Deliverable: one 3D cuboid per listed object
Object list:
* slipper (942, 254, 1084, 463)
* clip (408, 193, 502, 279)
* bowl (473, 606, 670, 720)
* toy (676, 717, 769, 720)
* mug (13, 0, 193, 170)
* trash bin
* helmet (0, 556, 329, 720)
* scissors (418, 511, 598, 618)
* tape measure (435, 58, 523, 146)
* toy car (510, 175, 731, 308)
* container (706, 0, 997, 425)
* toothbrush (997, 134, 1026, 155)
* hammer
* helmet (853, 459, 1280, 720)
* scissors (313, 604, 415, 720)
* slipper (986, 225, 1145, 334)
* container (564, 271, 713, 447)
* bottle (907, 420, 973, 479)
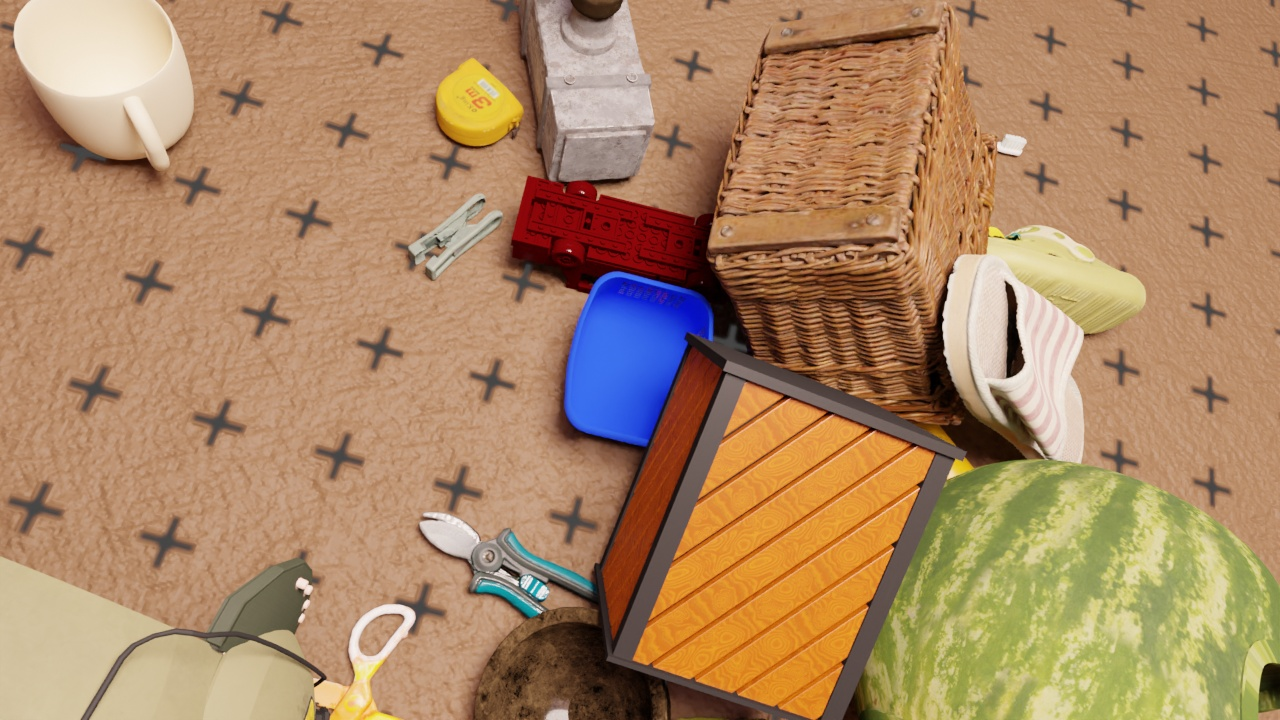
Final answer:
[{"bbox_3d":[0.275,0.016,0.634,0.263,0.052,0.114,35,62,-45],"label":"slipper"},{"bbox_3d":[-0.139,-0.095,0.693,0.044,0.023,0.076,45,69,6],"label":"clip"},{"bbox_3d":[-0.035,0.218,0.567,0.121,0.056,0.121,-6,68,15],"label":"bowl"},{"bbox_3d":[0.054,0.267,0.576,0.110,0.051,0.090,-6,73,-17],"label":"toy"},{"bbox_3d":[-0.359,-0.184,0.639,0.096,0.100,0.120,-29,79,-22],"label":"mug"},{"bbox_3d":[0.071,0.094,0.556,0.139,0.139,0.172,21,96,-8],"label":"trash bin"},{"bbox_3d":[-0.286,0.176,0.419,0.250,0.256,0.232,22,63,-1],"label":"helmet"},{"bbox_3d":[-0.081,0.150,0.612,0.133,0.019,0.145,-9,72,-15],"label":"scissors"},{"bbox_3d":[-0.132,-0.199,0.729,0.068,0.030,0.058,42,67,9],"label":"tape measure"},{"bbox_3d":[-0.010,-0.083,0.692,0.170,0.062,0.070,13,67,-6],"label":"toy car"},{"bbox_3d":[0.148,-0.108,0.638,0.162,0.183,0.249,2,63,28],"label":"container"},{"bbox_3d":[0.256,-0.209,0.819,0.186,0.017,0.012,10,47,-8],"label":"toothbrush"},{"bbox_3d":[-0.024,-0.276,0.618,0.079,0.327,0.176,-6,71,-14],"label":"hammer"},{"bbox_3d":[0.255,0.176,0.562,0.243,0.213,0.246,35,63,23],"label":"helmet"},{"bbox_3d":[-0.175,0.209,0.573,0.125,0.011,0.131,19,65,-5],"label":"scissors"},{"bbox_3d":[0.315,-0.075,0.742,0.190,0.092,0.081,10,65,-11],"label":"slipper"},{"bbox_3d":[-0.004,0.004,0.653,0.096,0.058,0.114,14,79,-6],"label":"container"},{"bbox_3d":[0.208,0.063,0.690,0.043,0.043,0.143,-32,78,-21],"label":"bottle"}]
